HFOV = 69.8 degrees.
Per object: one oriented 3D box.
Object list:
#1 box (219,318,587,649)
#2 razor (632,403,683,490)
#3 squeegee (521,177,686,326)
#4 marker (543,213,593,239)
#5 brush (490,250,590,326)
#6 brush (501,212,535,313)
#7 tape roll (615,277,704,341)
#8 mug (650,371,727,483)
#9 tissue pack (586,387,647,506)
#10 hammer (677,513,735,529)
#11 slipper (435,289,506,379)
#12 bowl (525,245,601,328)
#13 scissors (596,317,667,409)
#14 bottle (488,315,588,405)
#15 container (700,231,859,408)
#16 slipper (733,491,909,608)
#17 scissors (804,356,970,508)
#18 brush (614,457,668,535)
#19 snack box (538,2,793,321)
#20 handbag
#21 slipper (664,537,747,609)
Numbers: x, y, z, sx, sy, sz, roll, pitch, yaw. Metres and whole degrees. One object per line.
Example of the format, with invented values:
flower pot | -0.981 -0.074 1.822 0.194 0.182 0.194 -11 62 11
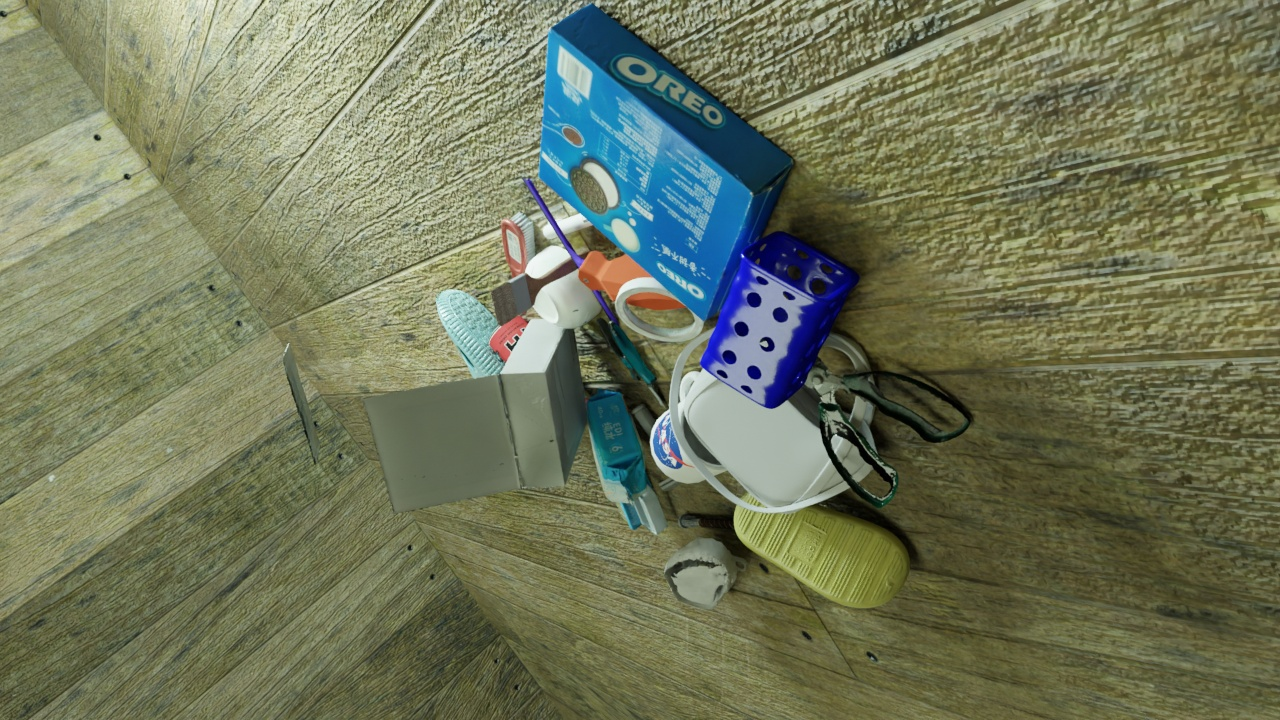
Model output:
box | -0.235 0.117 1.066 0.149 0.504 0.167 18 126 41
razor | 0.028 0.108 1.196 0.116 0.047 0.088 56 155 5
squeegee | -0.010 -0.085 0.977 0.185 0.055 0.250 15 153 33
marker | -0.074 -0.156 1.030 0.134 0.017 0.020 -3 86 59
brush | -0.106 -0.089 1.025 0.008 0.142 0.045 27 137 37
brush | -0.153 -0.123 1.181 0.041 0.030 0.173 39 151 21
tape roll | 0.020 -0.051 0.936 0.093 0.013 0.093 13 149 8
mug | 0.067 0.072 1.044 0.090 0.091 0.121 140 125 -64
tissue pack | -0.031 0.118 1.229 0.093 0.061 0.144 87 169 -50
hammer | 0.125 0.212 1.181 0.098 0.044 0.323 54 156 -9
slipper | -0.214 0.008 1.365 0.276 0.070 0.115 46 -161 0
bowl | -0.102 -0.084 1.128 0.105 0.054 0.105 36 150 25
scissors | -0.006 0.005 1.121 0.129 0.019 0.139 42 163 16
bottle | -0.136 0.017 1.303 0.176 0.062 0.062 46 154 9
container | 0.114 -0.033 0.772 0.085 0.084 0.114 33 126 19
slipper | 0.193 0.198 0.992 0.191 0.091 0.081 23 180 18
scissors | 0.194 0.025 0.804 0.155 0.015 0.209 -36 92 42
brush | -0.008 0.188 1.332 0.075 0.055 0.136 27 146 47
snack box | 0.010 -0.172 0.833 0.239 0.056 0.196 42 153 14
handbag | 0.134 0.040 0.893 0.216 0.095 0.223 46 142 8
slipper | 0.089 0.290 1.272 0.112 0.074 0.247 1 156 2
